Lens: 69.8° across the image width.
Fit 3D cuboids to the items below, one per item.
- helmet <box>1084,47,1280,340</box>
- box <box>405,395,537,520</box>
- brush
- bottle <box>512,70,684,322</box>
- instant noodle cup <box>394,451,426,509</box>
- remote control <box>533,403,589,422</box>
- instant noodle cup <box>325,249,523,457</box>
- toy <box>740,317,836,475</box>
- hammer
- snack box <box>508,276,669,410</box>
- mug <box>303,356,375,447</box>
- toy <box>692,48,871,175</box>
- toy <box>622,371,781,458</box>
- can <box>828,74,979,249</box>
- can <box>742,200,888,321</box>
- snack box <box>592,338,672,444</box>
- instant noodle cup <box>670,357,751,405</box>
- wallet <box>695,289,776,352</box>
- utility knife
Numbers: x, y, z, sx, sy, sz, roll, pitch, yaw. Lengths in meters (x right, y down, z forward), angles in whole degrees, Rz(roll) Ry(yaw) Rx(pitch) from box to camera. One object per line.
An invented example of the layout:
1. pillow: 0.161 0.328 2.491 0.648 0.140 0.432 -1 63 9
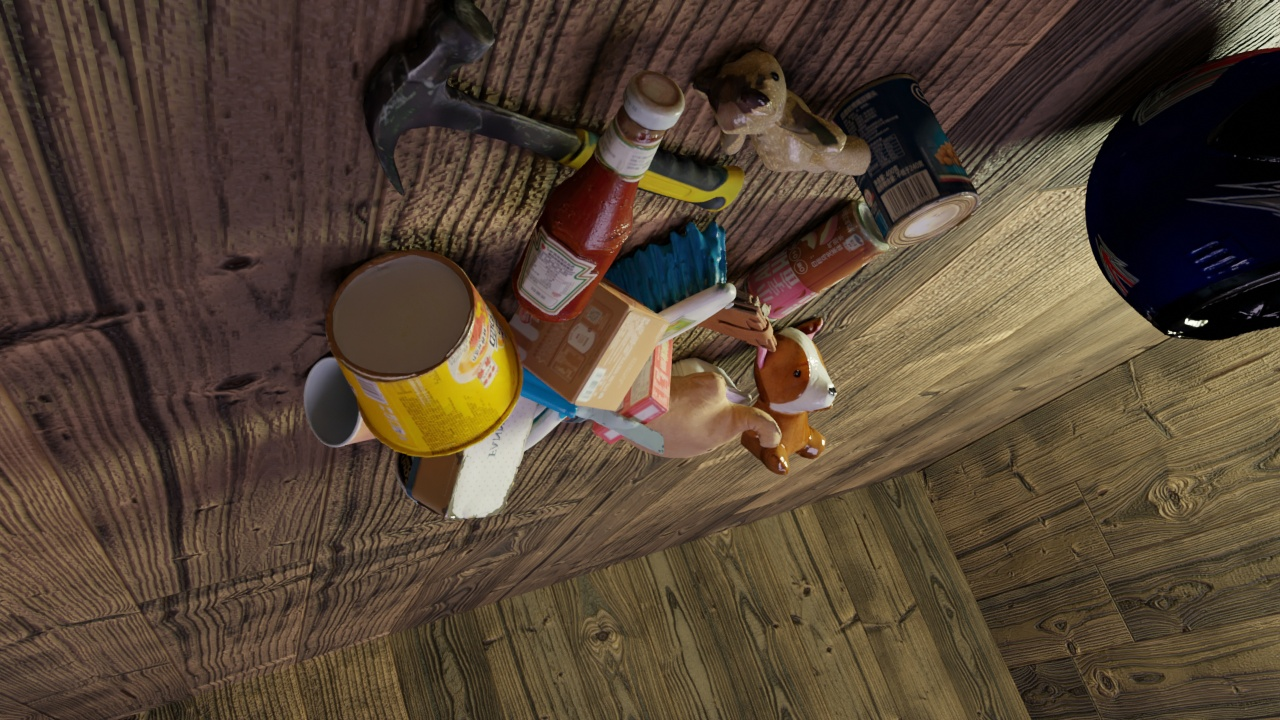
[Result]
1. helmet: 0.583 -0.166 0.849 0.316 0.240 0.247 -12 163 9
2. box: -0.148 0.053 0.849 0.061 0.184 0.089 18 -176 33
3. brush: -0.040 -0.010 0.857 0.315 0.109 0.060 -28 162 29
4. bottle: -0.029 -0.099 0.587 0.059 0.059 0.207 -10 155 -30
5. instant noodle cup: -0.197 0.094 1.005 0.111 0.111 0.121 -6 151 -39
6. remote control: -0.095 0.058 1.132 0.056 0.019 0.135 -29 160 26
7. instant noodle cup: -0.166 -0.010 0.692 0.138 0.138 0.110 -19 153 -5
8. toy: 0.194 0.046 1.189 0.131 0.200 0.139 15 -157 38
9. hammer: -0.037 -0.138 0.608 0.126 0.032 0.322 -33 159 33
10. snack box: -0.047 -0.023 0.775 0.093 0.094 0.077 -58 153 9
11. mug: -0.230 0.033 0.835 0.078 0.078 0.122 -32 164 32
12. toy: 0.105 -0.161 0.632 0.105 0.066 0.157 24 -173 43
13. toy: 0.049 0.063 1.075 0.226 0.082 0.144 19 139 -12
14. can: 0.200 -0.150 0.702 0.075 0.111 0.075 -19 162 -6
15. can: 0.173 -0.097 0.913 0.057 0.058 0.148 0 153 -48
16. snack box: -0.005 0.005 0.890 0.075 0.152 0.025 -33 122 29
17. instant noodle cup: 0.057 0.048 1.208 0.138 0.060 0.173 -27 160 18
18. wallet: 0.081 -0.049 0.912 0.108 0.031 0.132 21 174 19
19. utility knife: -0.077 0.029 0.803 0.236 0.034 0.018 27 176 -17
